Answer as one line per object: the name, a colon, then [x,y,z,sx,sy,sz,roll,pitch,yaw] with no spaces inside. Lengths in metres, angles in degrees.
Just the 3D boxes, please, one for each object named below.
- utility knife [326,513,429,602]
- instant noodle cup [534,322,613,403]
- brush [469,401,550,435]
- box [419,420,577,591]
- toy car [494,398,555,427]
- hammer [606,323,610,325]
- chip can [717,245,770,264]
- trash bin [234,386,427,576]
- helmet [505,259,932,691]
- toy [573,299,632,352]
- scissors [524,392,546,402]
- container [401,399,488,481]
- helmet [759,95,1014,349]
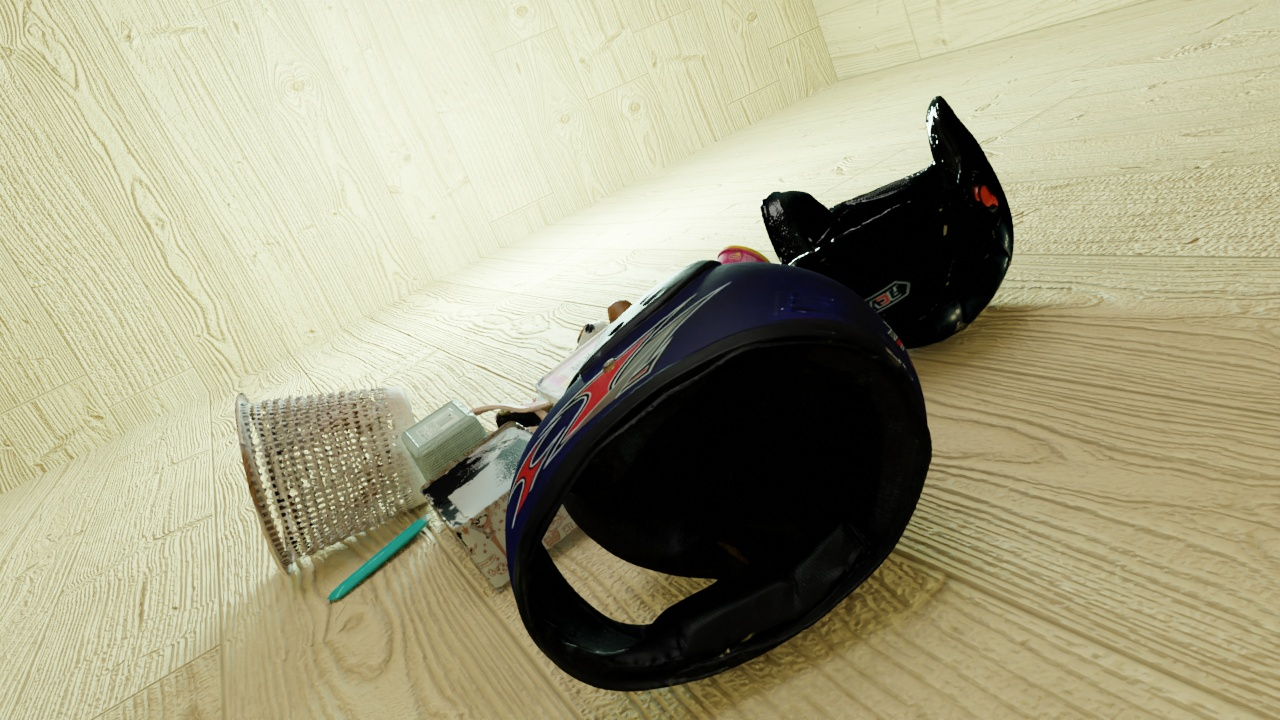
utility knife: [-0.291,0.222,1.036,0.029,0.013,0.150,-8,25,48]
instant noodle cup: [-0.028,0.020,0.984,0.138,0.060,0.173,-39,17,-14]
brush: [-0.164,0.088,1.142,0.146,0.073,0.063,-10,-7,35]
box: [-0.081,0.115,0.960,0.260,0.105,0.179,-35,19,-16]
toy car: [-0.133,0.078,1.178,0.123,0.056,0.037,-8,22,35]
hammer: [0.055,-0.055,1.373,0.302,0.033,0.128,-7,23,43]
chip can: [0.082,-0.028,1.044,0.072,0.071,0.210,-2,54,50]
trash bin: [-0.367,0.125,1.124,0.192,0.227,0.227,-15,15,-16]
helmet: [0.046,0.070,0.672,0.315,0.247,0.240,-35,14,-2]
toy: [-0.032,-0.006,1.212,0.140,0.130,0.199,7,43,41]
scissors: [-0.142,0.071,1.286,0.169,0.014,0.155,-10,21,38]
container: [-0.207,0.115,1.046,0.089,0.111,0.090,-35,27,-16]
helmet: [0.268,-0.121,0.960,0.234,0.230,0.273,-29,10,37]
